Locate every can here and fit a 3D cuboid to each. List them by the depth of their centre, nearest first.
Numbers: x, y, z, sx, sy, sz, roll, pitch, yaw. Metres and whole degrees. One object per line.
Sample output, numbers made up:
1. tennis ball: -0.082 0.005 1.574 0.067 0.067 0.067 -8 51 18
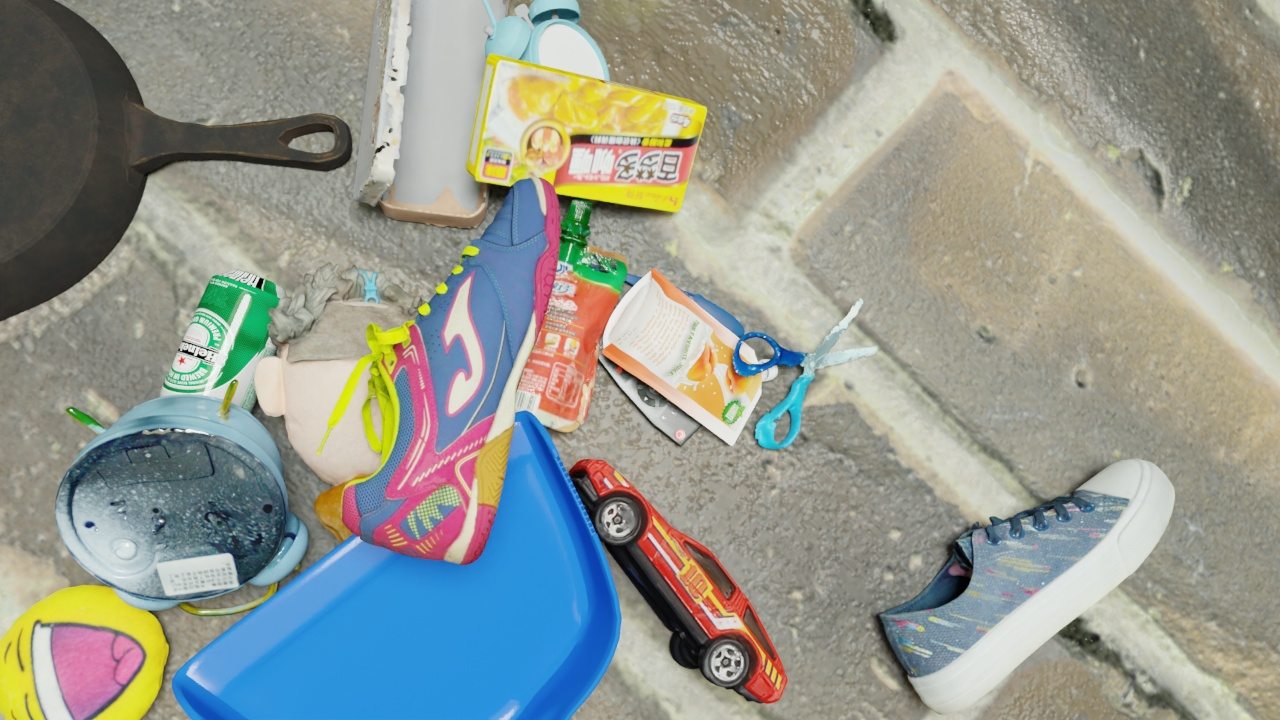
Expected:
1. can: -0.258 -0.004 0.573 0.053 0.053 0.101 20 80 -7

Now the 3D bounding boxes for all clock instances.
1. clock: -0.261 0.092 0.535 0.118 0.060 0.162 -7 118 -10
2. clock: -0.067 -0.208 0.617 0.123 0.042 0.087 57 47 -19

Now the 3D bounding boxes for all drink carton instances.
1. drink carton: 0.037 0.000 0.622 0.122 0.039 0.069 37 74 -23

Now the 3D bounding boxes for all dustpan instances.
1. dustpan: -0.085 0.203 0.535 0.245 0.060 0.257 -38 100 -17

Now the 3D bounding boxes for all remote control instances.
1. remote control: -0.004 0.004 0.637 0.039 0.010 0.124 -43 92 -12

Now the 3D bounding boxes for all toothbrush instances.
1. toothbrush: 0.015 -0.047 0.643 0.132 0.016 0.021 25 82 -5

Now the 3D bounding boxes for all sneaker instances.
1. sneaker: -0.104 -0.012 0.515 0.091 0.116 0.241 15 61 -9
2. sneaker: 0.265 0.137 0.633 0.235 0.087 0.079 -39 86 -9

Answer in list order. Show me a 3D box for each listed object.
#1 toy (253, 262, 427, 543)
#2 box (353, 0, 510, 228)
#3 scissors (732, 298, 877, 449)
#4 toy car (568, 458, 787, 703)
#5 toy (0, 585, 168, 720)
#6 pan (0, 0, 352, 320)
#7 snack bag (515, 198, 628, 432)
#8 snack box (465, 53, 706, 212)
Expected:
1. toy: -0.172 0.028 0.575 0.132 0.076 0.175 4 82 -26
2. box: -0.131 -0.202 0.610 0.107 0.095 0.216 10 80 -36
3. scissors: 0.114 -0.004 0.640 0.132 0.015 0.110 -47 120 -9
4. toy car: 0.019 0.139 0.589 0.056 0.082 0.189 -40 91 -18
5. toy: -0.332 0.182 0.545 0.094 0.041 0.095 -14 82 -15
6. pan: -0.368 -0.142 0.575 0.356 0.043 0.248 -3 84 -10
7. snack bag: -0.059 -0.034 0.610 0.087 0.044 0.155 15 85 -10
8. snack box: -0.033 -0.145 0.601 0.152 0.025 0.075 4 113 -30
